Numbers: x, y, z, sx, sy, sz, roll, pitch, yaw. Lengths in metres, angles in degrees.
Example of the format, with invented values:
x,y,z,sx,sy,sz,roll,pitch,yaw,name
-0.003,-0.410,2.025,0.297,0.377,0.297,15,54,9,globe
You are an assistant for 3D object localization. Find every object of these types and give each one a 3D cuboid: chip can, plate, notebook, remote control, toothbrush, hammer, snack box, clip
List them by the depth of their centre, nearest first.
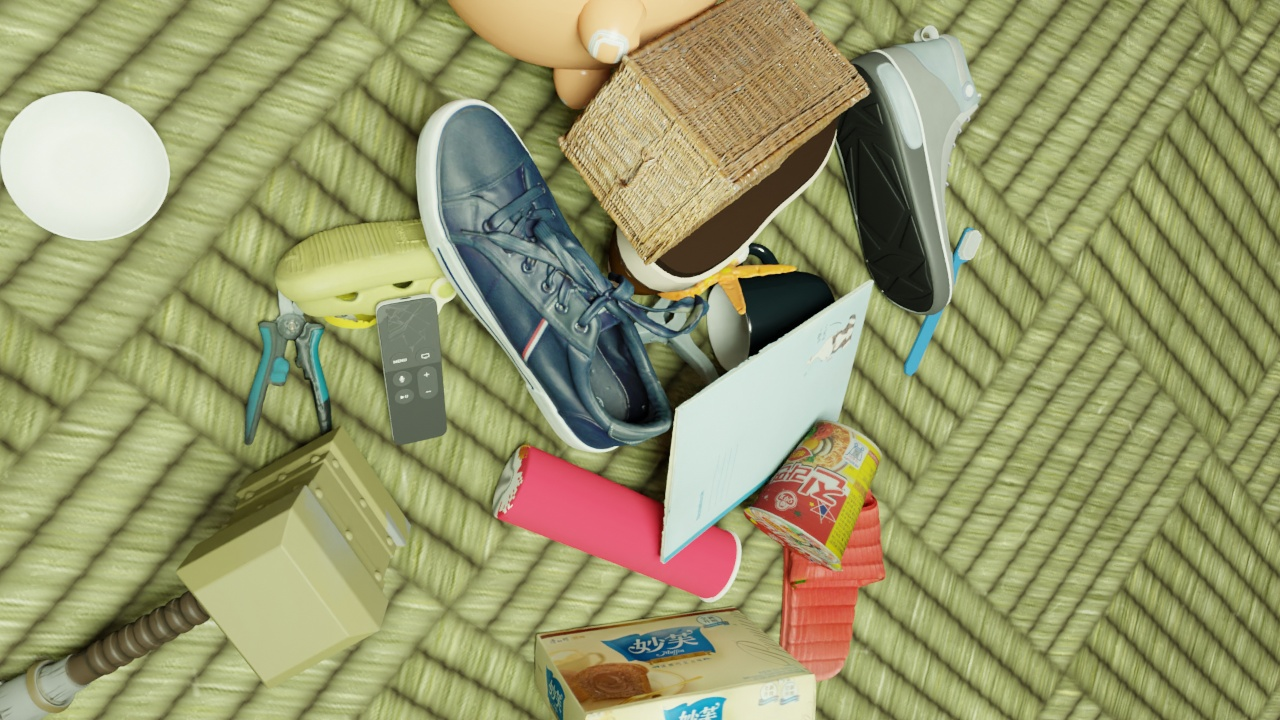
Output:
x,y,z,sx,sy,sz,roll,pitch,yaw,name
-0.395,-0.138,0.659,0.104,0.026,0.104,-2,96,-21,plate
-0.343,0.190,0.663,0.325,0.190,0.101,-29,107,2,hammer
-0.180,0.010,0.728,0.045,0.008,0.147,-12,133,-20,remote control
0.111,0.051,0.796,0.252,0.009,0.181,-31,141,-34,notebook
0.025,0.280,0.803,0.207,0.153,0.055,-2,99,-21,snack box
-0.011,0.005,0.803,0.164,0.031,0.168,-9,64,-2,clip
-0.019,0.146,0.816,0.220,0.069,0.069,26,86,-22,chip can
0.312,-0.061,0.949,0.016,0.014,0.166,26,87,-22,toothbrush

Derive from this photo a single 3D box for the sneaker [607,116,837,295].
x,y,z,sx,sy,sz,roll,pitch,yaw,name
0.068,-0.156,0.810,0.111,0.117,0.293,44,61,-13,sneaker

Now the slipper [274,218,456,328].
x,y,z,sx,sy,sz,roll,pitch,yaw,name
-0.186,-0.066,0.727,0.190,0.091,0.082,-13,125,-21,slipper

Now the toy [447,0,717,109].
x,y,z,sx,sy,sz,roll,pitch,yaw,name
-0.036,-0.333,0.643,0.265,0.263,0.280,-2,91,-13,toy

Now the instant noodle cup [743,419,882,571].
x,y,z,sx,sy,sz,roll,pitch,yaw,name
0.164,0.117,0.842,0.100,0.100,0.112,38,75,-21,instant noodle cup

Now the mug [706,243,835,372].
x,y,z,sx,sy,sz,roll,pitch,yaw,name
0.116,-0.053,0.845,0.094,0.085,0.121,-10,71,-21,mug

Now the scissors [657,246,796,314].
x,y,z,sx,sy,sz,roll,pitch,yaw,name
0.074,-0.078,0.808,0.125,0.130,0.011,-4,130,9,scissors

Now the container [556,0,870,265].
x,y,z,sx,sy,sz,roll,pitch,yaw,name
0.053,-0.175,0.660,0.112,0.114,0.197,51,53,-3,container

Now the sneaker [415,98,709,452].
x,y,z,sx,sy,sz,roll,pitch,yaw,name
-0.053,-0.061,0.674,0.120,0.127,0.294,-39,110,-32,sneaker

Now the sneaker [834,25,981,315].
x,y,z,sx,sy,sz,roll,pitch,yaw,name
0.282,-0.184,0.891,0.160,0.093,0.257,-29,107,-25,sneaker

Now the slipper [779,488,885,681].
x,y,z,sx,sy,sz,roll,pitch,yaw,name
0.193,0.207,0.911,0.103,0.059,0.249,0,97,-21,slipper

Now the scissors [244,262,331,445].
x,y,z,sx,sy,sz,roll,pitch,yaw,name
-0.275,0.006,0.727,0.119,0.019,0.151,39,80,-20,scissors
